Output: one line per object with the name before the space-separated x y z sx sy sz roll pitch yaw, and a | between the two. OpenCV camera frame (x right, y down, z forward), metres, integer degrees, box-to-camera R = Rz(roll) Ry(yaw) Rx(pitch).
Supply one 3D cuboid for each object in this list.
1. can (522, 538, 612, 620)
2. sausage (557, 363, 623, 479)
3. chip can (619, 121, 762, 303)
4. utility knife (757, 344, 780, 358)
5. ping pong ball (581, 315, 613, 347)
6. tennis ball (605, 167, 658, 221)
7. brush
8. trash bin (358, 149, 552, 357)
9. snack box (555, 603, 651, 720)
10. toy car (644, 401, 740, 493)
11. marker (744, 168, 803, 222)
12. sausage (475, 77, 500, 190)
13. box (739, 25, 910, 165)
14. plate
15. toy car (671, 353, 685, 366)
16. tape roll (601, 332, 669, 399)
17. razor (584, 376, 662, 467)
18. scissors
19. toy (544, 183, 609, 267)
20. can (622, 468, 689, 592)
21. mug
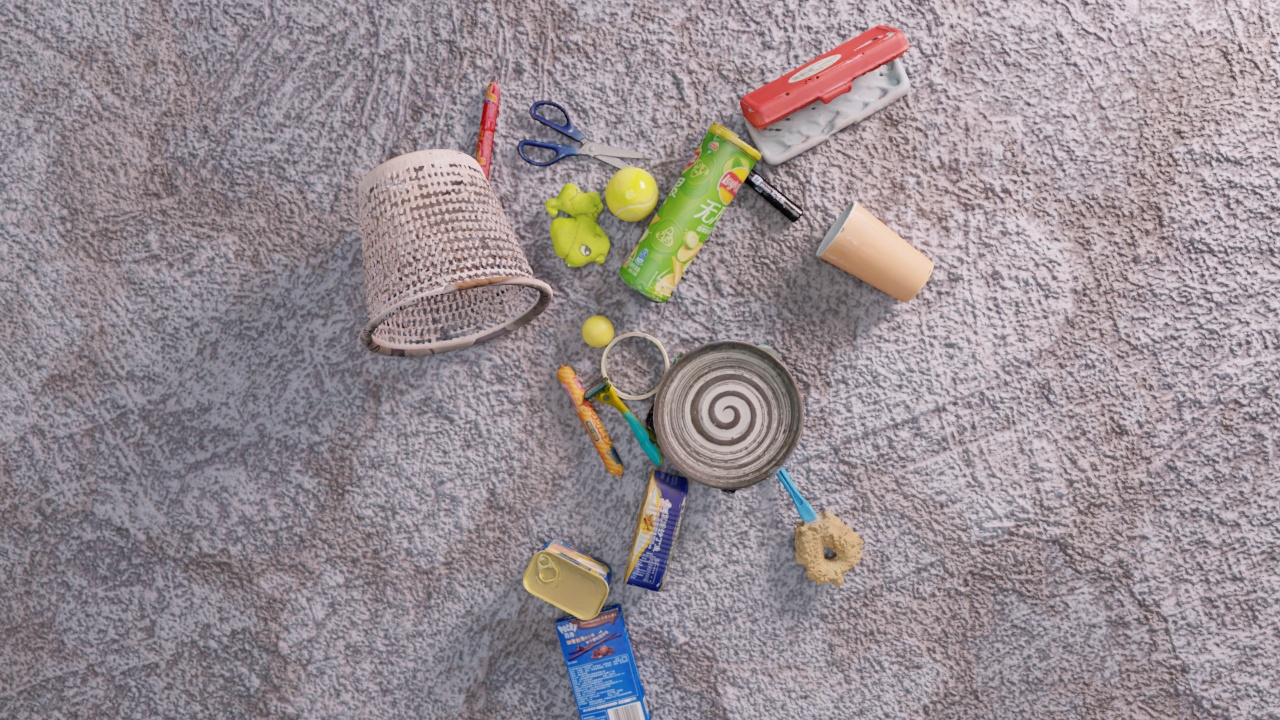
can | -0.087 0.268 1.137 0.102 0.083 0.057 26 93 3
sausage | -0.063 0.077 1.160 0.021 0.021 0.165 -28 90 4
chip can | 0.057 -0.173 1.105 0.072 0.072 0.221 33 102 3
utility knife | 0.095 0.019 1.150 0.164 0.013 0.029 -24 89 5
ping pong ball | -0.053 -0.036 1.146 0.040 0.040 0.040 0 92 4
tennis ball | -0.011 -0.203 1.125 0.065 0.065 0.065 0 92 4
brush | 0.188 0.164 1.139 0.083 0.046 0.254 -33 85 9
trash bin | -0.238 -0.131 1.084 0.227 0.227 0.192 -19 77 4
snack box | -0.047 0.396 1.166 0.084 0.026 0.157 -15 91 4
toy car | 0.075 0.102 1.137 0.156 0.041 0.071 39 107 3
marker | 0.146 -0.218 1.135 0.132 0.022 0.020 39 105 1
sausage | -0.195 -0.280 1.159 0.020 0.020 0.156 9 92 4
box | 0.228 -0.314 1.107 0.201 0.095 0.099 -28 119 3
plate | 0.105 0.065 1.097 0.179 0.024 0.179 0 91 3
toy car | 0.081 0.021 1.128 0.091 0.036 0.043 16 98 9
tape roll | -0.007 0.007 1.157 0.086 0.014 0.086 0 92 4
razor | -0.014 0.080 1.150 0.043 0.028 0.132 -36 97 31
scissors | -0.075 -0.261 1.155 0.141 0.012 0.171 -40 90 3
toy | -0.080 -0.166 1.148 0.097 0.031 0.100 21 89 3
can | 0.019 0.210 1.133 0.049 0.074 0.148 14 94 0
mug | 0.284 -0.126 1.104 0.123 0.078 0.078 33 94 -3
